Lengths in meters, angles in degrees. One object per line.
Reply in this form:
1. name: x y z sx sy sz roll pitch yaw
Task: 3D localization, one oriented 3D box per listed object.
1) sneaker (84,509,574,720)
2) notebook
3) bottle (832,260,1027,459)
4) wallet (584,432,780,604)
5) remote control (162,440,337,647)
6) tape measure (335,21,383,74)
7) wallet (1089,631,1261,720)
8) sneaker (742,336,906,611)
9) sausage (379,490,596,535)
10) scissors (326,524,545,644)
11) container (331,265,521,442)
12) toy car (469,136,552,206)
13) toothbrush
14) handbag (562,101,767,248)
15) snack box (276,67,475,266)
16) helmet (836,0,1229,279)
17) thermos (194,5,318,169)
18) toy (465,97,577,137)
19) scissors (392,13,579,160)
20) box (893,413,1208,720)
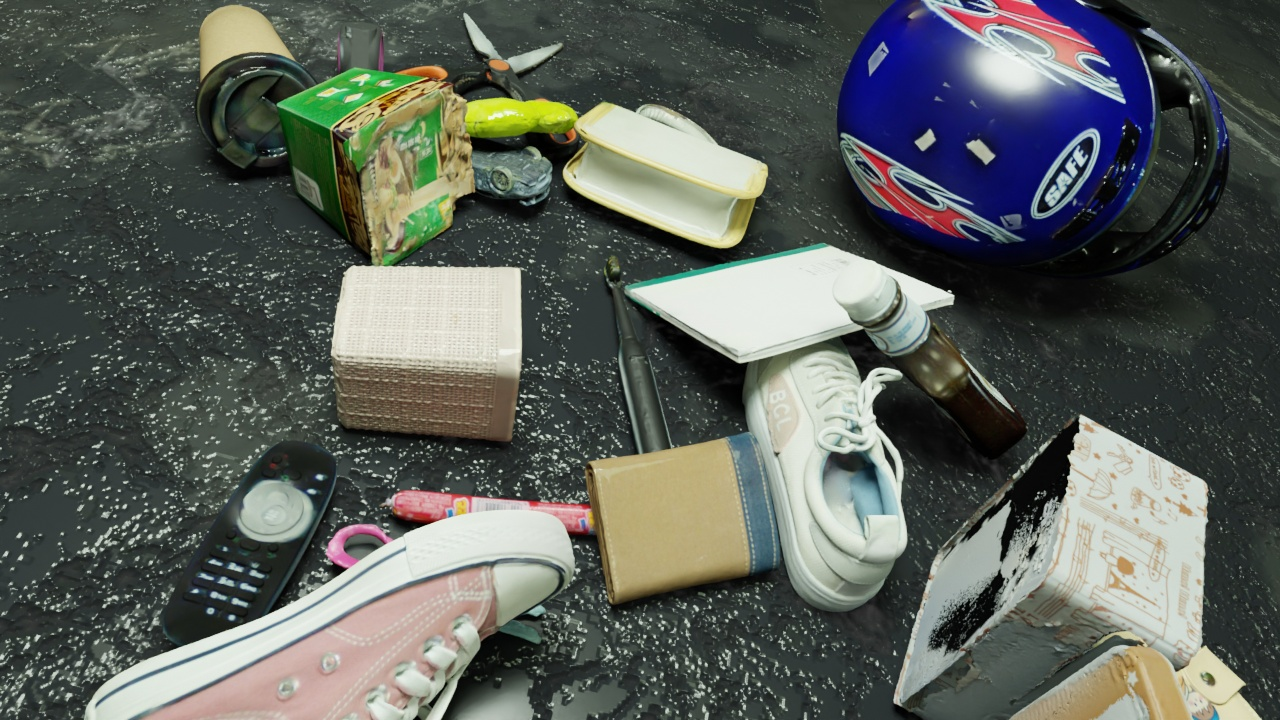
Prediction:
1. sneaker: -0.134 0.154 0.440 0.240 0.118 0.088 -22 53 -17
2. notebook: 0.114 -0.052 0.712 0.208 0.012 0.150 -15 29 -28
3. bottle: 0.201 -0.002 0.642 0.195 0.044 0.079 38 16 -34
4. wallet: 0.027 0.097 0.571 0.115 0.033 0.090 -8 83 -22
5. remote control: -0.215 0.103 0.514 0.053 0.024 0.136 17 47 0
6. tape measure: -0.244 -0.263 0.794 0.039 0.057 0.058 1 10 -13
7. wallet: 0.354 0.216 0.593 0.087 0.024 0.115 -13 54 -27
8. sneaker: 0.128 0.042 0.627 0.089 0.091 0.241 8 48 -12
9. sausage: -0.080 0.095 0.565 0.155 0.020 0.020 7 49 -12
10. scissors: -0.119 0.143 0.518 0.137 0.017 0.073 23 53 -4
11. container: -0.135 -0.006 0.590 0.111 0.090 0.090 3 50 -11
12. toy car: -0.131 -0.161 0.756 0.121 0.037 0.054 21 40 14
13. toothbrush: -0.004 0.004 0.660 0.026 0.027 0.212 -4 52 -12
14. handbag: 0.029 -0.174 0.811 0.163 0.063 0.178 22 33 2
15. snack box: -0.204 -0.154 0.688 0.106 0.118 0.117 25 46 22
16. helmet: 0.316 -0.189 0.769 0.315 0.248 0.239 37 32 22
17. thermos: -0.307 -0.220 0.724 0.093 0.093 0.143 -12 47 -25
18. toy: -0.105 -0.200 0.754 0.097 0.031 0.099 12 20 35
19. scissors: -0.137 -0.254 0.847 0.220 0.022 0.234 -20 59 -36
20. box: 0.215 0.181 0.475 0.110 0.179 0.258 28 48 7
